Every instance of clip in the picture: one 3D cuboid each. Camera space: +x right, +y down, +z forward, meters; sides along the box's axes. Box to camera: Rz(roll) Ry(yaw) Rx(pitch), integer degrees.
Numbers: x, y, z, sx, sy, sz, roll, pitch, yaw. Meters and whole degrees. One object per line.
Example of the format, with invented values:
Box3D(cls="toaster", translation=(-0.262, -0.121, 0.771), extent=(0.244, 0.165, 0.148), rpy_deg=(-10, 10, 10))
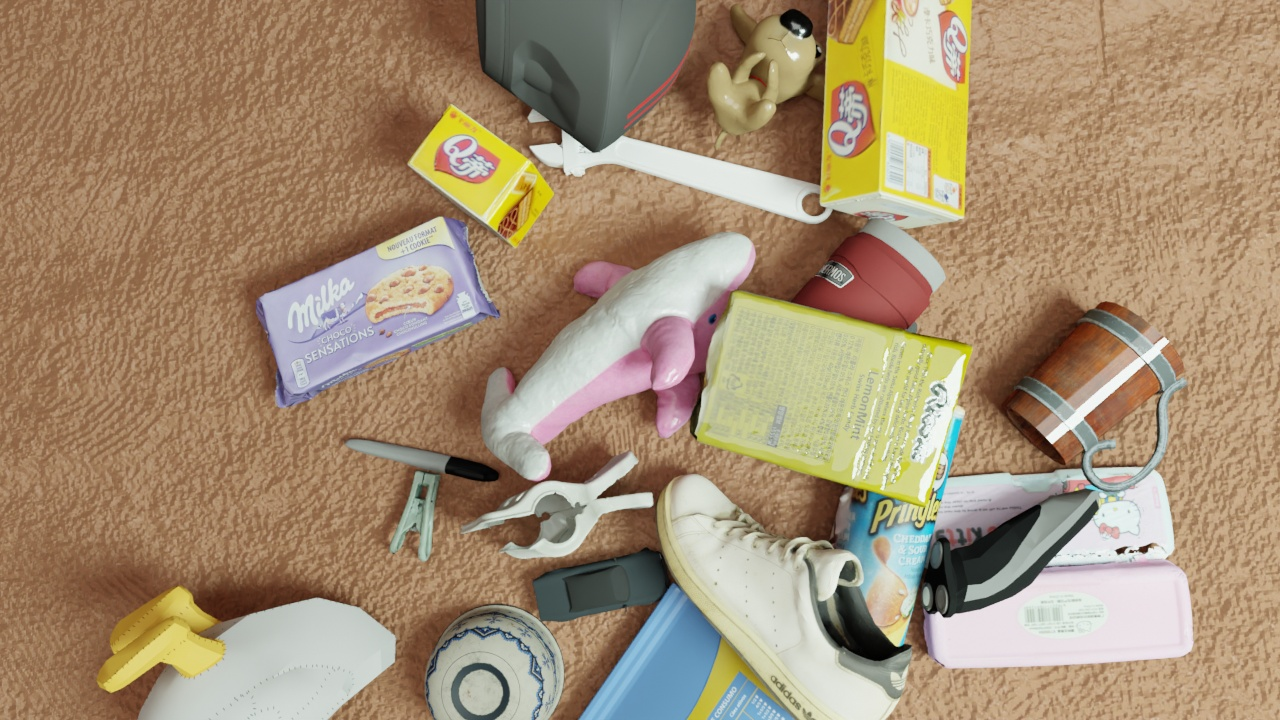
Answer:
Box3D(cls="clip", translation=(-0.061, 0.129, 0.732), extent=(0.151, 0.126, 0.091), rpy_deg=(-8, 82, -21))
Box3D(cls="clip", translation=(-0.189, 0.132, 0.784), extent=(0.035, 0.023, 0.074), rpy_deg=(12, 85, 7))

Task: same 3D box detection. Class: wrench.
Box3D(cls="wrench", translation=(0.032, -0.167, 0.788), extent=(0.273, 0.018, 0.066), rpy_deg=(17, 87, 5))

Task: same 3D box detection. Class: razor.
Box3D(cls="razor", translation=(0.284, 0.143, 0.696), extent=(0.156, 0.057, 0.060), rpy_deg=(-22, 82, -7))

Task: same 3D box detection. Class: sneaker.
Box3D(cls="sneaker", translation=(0.104, 0.160, 0.680), extent=(0.241, 0.088, 0.102), rpy_deg=(49, 120, 31))

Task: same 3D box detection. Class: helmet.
Box3D(cls="helmet", translation=(-0.042, -0.288, 0.726), extent=(0.169, 0.164, 0.264), rpy_deg=(-2, 68, -12))

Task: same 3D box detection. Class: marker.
Box3D(cls="marker", translation=(-0.189, 0.085, 0.787), extent=(0.139, 0.022, 0.016), rpy_deg=(12, 92, 4))

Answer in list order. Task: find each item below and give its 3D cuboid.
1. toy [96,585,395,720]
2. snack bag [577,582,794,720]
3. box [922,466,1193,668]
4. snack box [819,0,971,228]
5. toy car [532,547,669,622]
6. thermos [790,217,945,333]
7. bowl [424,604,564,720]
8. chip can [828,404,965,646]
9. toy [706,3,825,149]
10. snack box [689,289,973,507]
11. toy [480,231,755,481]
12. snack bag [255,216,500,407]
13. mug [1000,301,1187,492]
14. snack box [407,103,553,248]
Box3D(cls="toy", translation=(-0.304, 0.299, 0.732), extent=(0.246, 0.141, 0.267), rpy_deg=(-39, 109, -16))
Box3D(cls="snack bag", translation=(0.064, 0.299, 0.719), extent=(0.205, 0.102, 0.159), rpy_deg=(35, 90, 17))
Box3D(cls="box", translation=(0.324, 0.164, 0.728), extent=(0.201, 0.045, 0.154), rpy_deg=(-5, 85, 5))
Box3D(cls="snack box", translation=(0.206, -0.229, 0.728), extent=(0.110, 0.062, 0.230), rpy_deg=(6, 86, -37))
Box3D(cls="toy car", translation=(-0.033, 0.187, 0.761), extent=(0.112, 0.034, 0.046), rpy_deg=(-13, 85, 4))
Box3D(cls="thermos", translation=(0.156, -0.008, 0.739), extent=(0.108, 0.084, 0.198), rpy_deg=(40, 93, -25))
Box3D(cls="bowl", translation=(-0.124, 0.264, 0.751), extent=(0.115, 0.059, 0.115), rpy_deg=(0, 86, 5))
Box3D(cls="chip can", translation=(0.189, 0.137, 0.724), extent=(0.080, 0.080, 0.229), rpy_deg=(15, 90, 5))
Box3D(cls="toy", translation=(0.101, -0.231, 0.746), extent=(0.134, 0.106, 0.108), rpy_deg=(40, 68, 6))
Box3D(cls="snack box", translation=(0.135, 0.024, 0.672), extent=(0.181, 0.045, 0.121), rpy_deg=(15, 93, 6))
Box3D(cls="toy", translation=(-0.004, 0.004, 0.742), extent=(0.265, 0.186, 0.128), rpy_deg=(-36, 124, -1))
Box3D(cls="snack bag", translation=(-0.226, -0.040, 0.781), extent=(0.205, 0.058, 0.096), rpy_deg=(-22, 82, 6))
Box3D(cls="mug", translation=(0.360, 0.033, 0.711), extent=(0.111, 0.081, 0.117), rpy_deg=(-44, 66, 4))
Box3D(cls="snack box", translation=(-0.128, -0.149, 0.754), extent=(0.083, 0.106, 0.061), rpy_deg=(36, 90, 6))
